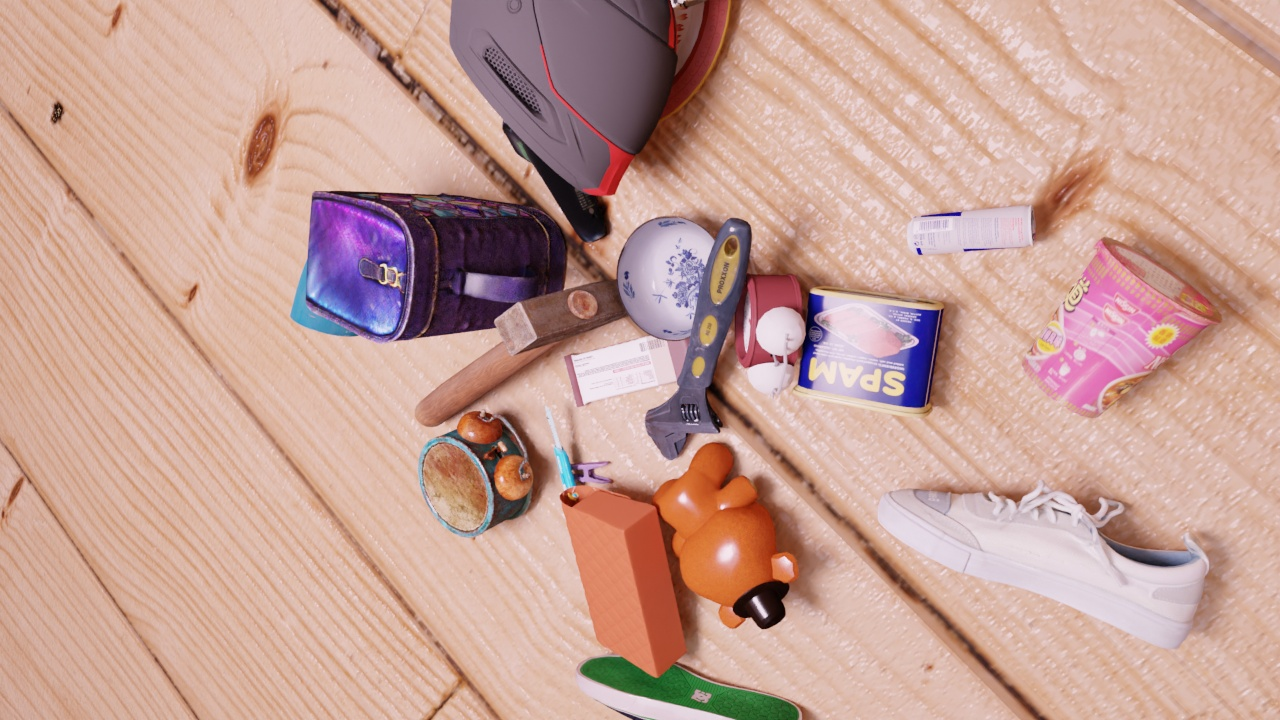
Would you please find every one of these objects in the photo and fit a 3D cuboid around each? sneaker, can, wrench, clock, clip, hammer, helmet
[{"bbox_3d":[0.040,0.359,0.912,0.236,0.084,0.079,10,103,23],"label":"sneaker"},{"bbox_3d":[0.193,-0.010,0.778,0.116,0.056,0.092,11,102,27],"label":"can"},{"bbox_3d":[0.265,-0.104,0.736,0.095,0.032,0.032,-2,98,29],"label":"can"},{"bbox_3d":[0.056,-0.009,0.827,0.073,0.022,0.274,19,129,9],"label":"wrench"},{"bbox_3d":[0.315,0.135,0.726,0.242,0.089,0.091,19,103,18],"label":"sneaker"},{"bbox_3d":[0.111,-0.027,0.790,0.044,0.124,0.087,1,135,-5],"label":"clock"},{"bbox_3d":[-0.054,0.116,0.959,0.052,0.013,0.035,1,98,31],"label":"clip"},{"bbox_3d":[-0.142,0.004,0.938,0.302,0.157,0.037,-31,83,42],"label":"hammer"},{"bbox_3d":[-0.165,0.114,0.983,0.121,0.073,0.158,53,129,11],"label":"clock"},{"bbox_3d":[-0.061,-0.287,0.779,0.170,0.164,0.264,-42,86,16],"label":"helmet"}]

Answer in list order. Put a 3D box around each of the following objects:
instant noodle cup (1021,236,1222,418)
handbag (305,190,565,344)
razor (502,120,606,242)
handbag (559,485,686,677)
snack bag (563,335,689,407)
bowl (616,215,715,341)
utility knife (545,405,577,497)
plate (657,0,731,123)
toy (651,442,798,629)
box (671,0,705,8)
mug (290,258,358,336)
[{"bbox_3d":[0.346,-0.019,0.678,0.098,0.097,0.109,40,122,17],"label":"instant noodle cup"},{"bbox_3d":[-0.194,-0.092,0.893,0.222,0.204,0.125,18,107,31],"label":"handbag"},{"bbox_3d":[-0.082,-0.183,0.908,0.067,0.053,0.151,-26,94,56],"label":"razor"},{"bbox_3d":[-0.018,0.212,0.911,0.109,0.060,0.172,11,121,44],"label":"handbag"},{"bbox_3d":[-0.005,0.005,0.913,0.158,0.013,0.057,-15,89,29],"label":"snack bag"},{"bbox_3d":[0.037,-0.078,0.856,0.114,0.045,0.114,5,102,27],"label":"bowl"},{"bbox_3d":[-0.079,0.116,0.957,0.022,0.015,0.151,5,114,54],"label":"utility knife"},{"bbox_3d":[-0.019,-0.329,0.857,0.230,0.021,0.230,5,101,28],"label":"plate"},{"bbox_3d":[0.076,0.167,0.853,0.112,0.096,0.176,-46,49,27],"label":"toy"},{"bbox_3d":[0.074,-0.340,0.684,0.144,0.192,0.106,-16,108,13],"label":"box"},{"bbox_3d":[-0.329,-0.085,1.043,0.112,0.084,0.104,17,103,-5],"label":"mug"}]
